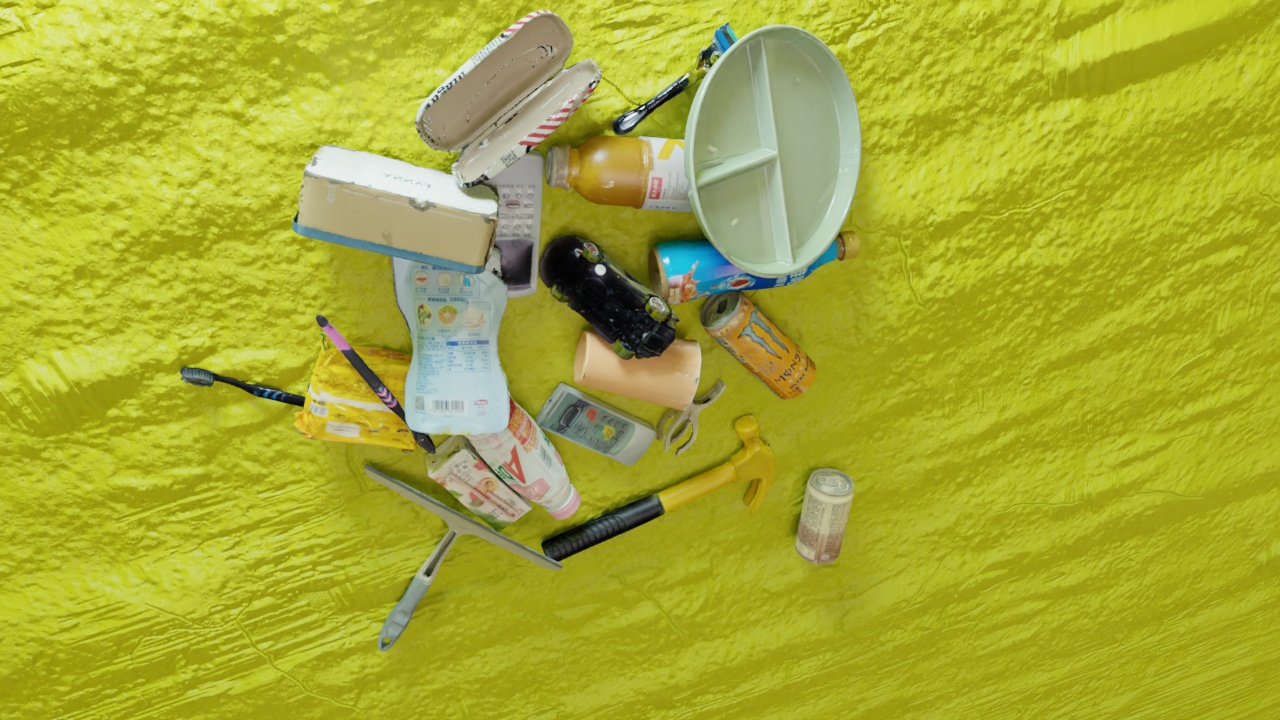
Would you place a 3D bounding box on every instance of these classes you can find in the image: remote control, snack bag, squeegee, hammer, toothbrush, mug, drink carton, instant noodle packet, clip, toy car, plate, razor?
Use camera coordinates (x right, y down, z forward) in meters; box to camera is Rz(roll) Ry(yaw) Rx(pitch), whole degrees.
[{"bbox_3d":[-0.126,-0.131,0.890,0.058,0.021,0.150,-2,120,-14],"label":"remote control"},{"bbox_3d":[-0.183,-0.023,0.894,0.110,0.038,0.191,1,99,11],"label":"snack bag"},{"bbox_3d":[-0.252,0.255,1.079,0.246,0.039,0.247,29,116,-10],"label":"squeegee"},{"bbox_3d":[0.023,0.174,1.110,0.300,0.032,0.129,-23,122,-1],"label":"hammer"},{"bbox_3d":[-0.257,0.028,0.902,0.014,0.018,0.189,-39,121,-11],"label":"toothbrush"},{"bbox_3d":[-0.006,0.006,0.978,0.122,0.078,0.078,10,117,-14],"label":"mug"},{"bbox_3d":[-0.179,0.138,1.023,0.053,0.045,0.122,-37,123,6],"label":"drink carton"},{"bbox_3d":[-0.277,0.035,0.933,0.128,0.044,0.111,13,107,-26],"label":"instant noodle packet"},{"bbox_3d":[-0.048,0.075,1.037,0.135,0.019,0.056,28,110,-28],"label":"remote control"},{"bbox_3d":[0.054,0.059,1.051,0.072,0.034,0.100,20,105,-25],"label":"clip"},{"bbox_3d":[-0.032,-0.064,0.921,0.158,0.042,0.070,41,119,-2],"label":"toy car"},{"bbox_3d":[-0.365,0.038,0.929,0.189,0.016,0.014,18,115,-25],"label":"toothbrush"},{"bbox_3d":[0.126,-0.193,0.863,0.229,0.027,0.230,-11,108,-37],"label":"plate"},{"bbox_3d":[0.034,-0.255,0.859,0.143,0.022,0.042,-34,97,9],"label":"razor"}]

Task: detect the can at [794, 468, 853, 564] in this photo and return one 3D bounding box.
[{"bbox_3d":[0.234,0.199,1.167,0.058,0.058,0.116,-3,121,-14],"label":"can"}]

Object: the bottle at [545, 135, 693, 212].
[{"bbox_3d":[0.006,-0.177,0.870,0.189,0.068,0.068,1,120,-16],"label":"bottle"}]

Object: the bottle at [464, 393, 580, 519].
[{"bbox_3d":[-0.131,0.102,1.005,0.068,0.068,0.197,-31,126,4],"label":"bottle"}]

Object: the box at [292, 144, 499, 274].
[{"bbox_3d":[-0.219,-0.136,0.813,0.184,0.089,0.063,11,119,-11],"label":"box"}]

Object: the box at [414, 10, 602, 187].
[{"bbox_3d":[-0.118,-0.229,0.801,0.162,0.075,0.086,-38,125,9],"label":"box"}]

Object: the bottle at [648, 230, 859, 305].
[{"bbox_3d":[0.120,-0.105,0.947,0.218,0.065,0.065,-10,122,-9],"label":"bottle"}]

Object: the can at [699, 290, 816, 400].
[{"bbox_3d":[0.131,-0.017,1.008,0.058,0.058,0.146,-43,122,12],"label":"can"}]
